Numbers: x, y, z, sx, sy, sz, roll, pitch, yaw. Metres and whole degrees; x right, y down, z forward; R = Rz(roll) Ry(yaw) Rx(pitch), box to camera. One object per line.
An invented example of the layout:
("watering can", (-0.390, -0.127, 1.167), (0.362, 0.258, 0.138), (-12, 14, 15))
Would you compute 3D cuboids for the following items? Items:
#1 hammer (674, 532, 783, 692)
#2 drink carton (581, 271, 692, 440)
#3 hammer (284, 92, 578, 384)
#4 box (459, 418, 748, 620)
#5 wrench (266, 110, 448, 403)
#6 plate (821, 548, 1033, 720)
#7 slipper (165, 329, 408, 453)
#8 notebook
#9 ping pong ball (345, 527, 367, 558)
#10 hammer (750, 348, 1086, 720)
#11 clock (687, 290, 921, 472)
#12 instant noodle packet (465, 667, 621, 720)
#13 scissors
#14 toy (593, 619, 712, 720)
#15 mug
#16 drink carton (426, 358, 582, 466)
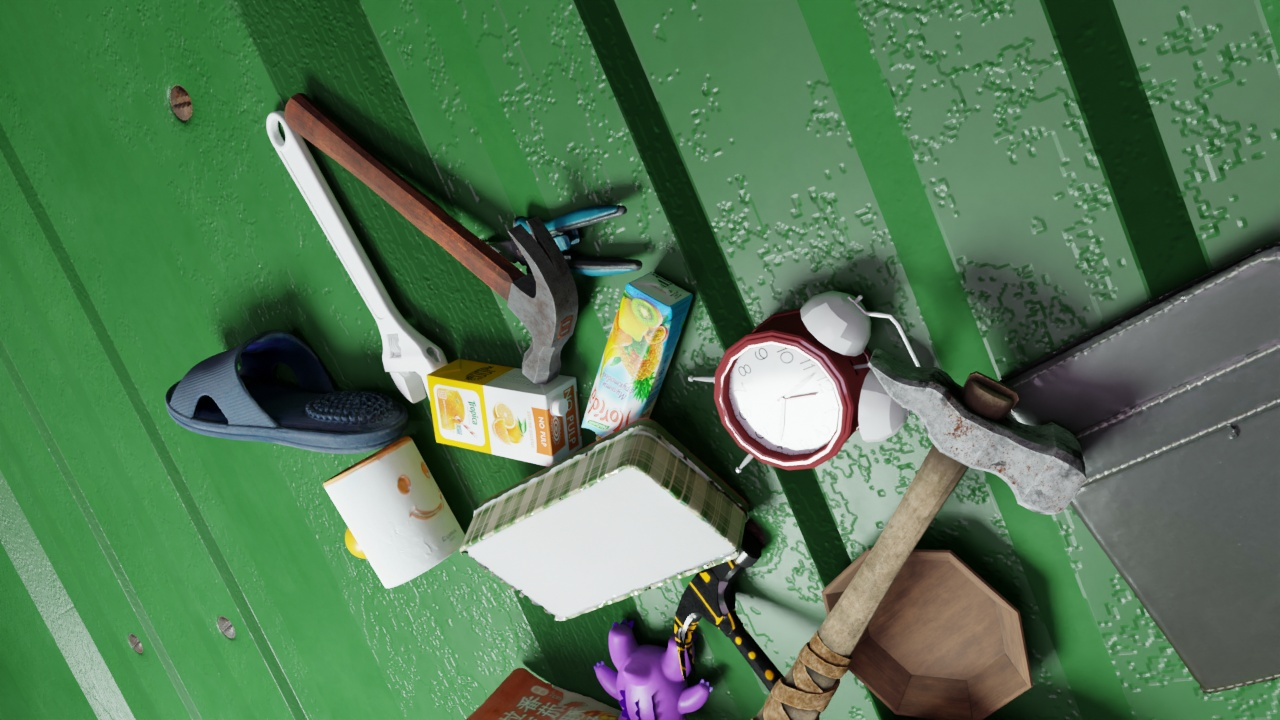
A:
("hammer", (0.128, 0.266, 0.597), (0.320, 0.036, 0.123), (49, 124, 33))
("drink carton", (-0.004, 0.004, 0.634), (0.044, 0.038, 0.129), (31, 123, 19))
("hammer", (-0.163, -0.112, 0.685), (0.301, 0.028, 0.111), (39, 137, 18))
("box", (-0.030, 0.123, 0.673), (0.117, 0.050, 0.206), (39, 132, -22))
("wrench", (-0.236, -0.084, 0.757), (0.066, 0.018, 0.273), (-29, 91, 46))
("plate", (0.185, 0.172, 0.591), (0.131, 0.025, 0.131), (13, 116, 28))
("slipper", (-0.322, 0.020, 0.808), (0.264, 0.101, 0.083), (8, 114, 26))
("notebook", (0.309, 0.062, 0.468), (0.170, 0.029, 0.209), (-36, 91, 39))
("ping pong ball", (-0.256, 0.165, 0.860), (0.040, 0.040, 0.040), (13, 115, 28))
("hammer", (0.126, 0.145, 0.541), (0.121, 0.048, 0.319), (28, 114, 12))
("clock", (0.104, 0.014, 0.564), (0.138, 0.048, 0.096), (-25, 95, 38))
("instant noodle packet", (-0.058, 0.341, 0.731), (0.221, 0.164, 0.084), (18, 119, 27))
("scissors", (-0.059, -0.084, 0.645), (0.126, 0.019, 0.145), (44, 132, 9))
("toy", (0.007, 0.260, 0.722), (0.106, 0.055, 0.088), (0, 109, 29))
("mug", (-0.211, 0.130, 0.791), (0.082, 0.082, 0.105), (-25, 95, 37))
("drink carton", (-0.103, 0.039, 0.711), (0.123, 0.040, 0.058), (8, 113, 30))
